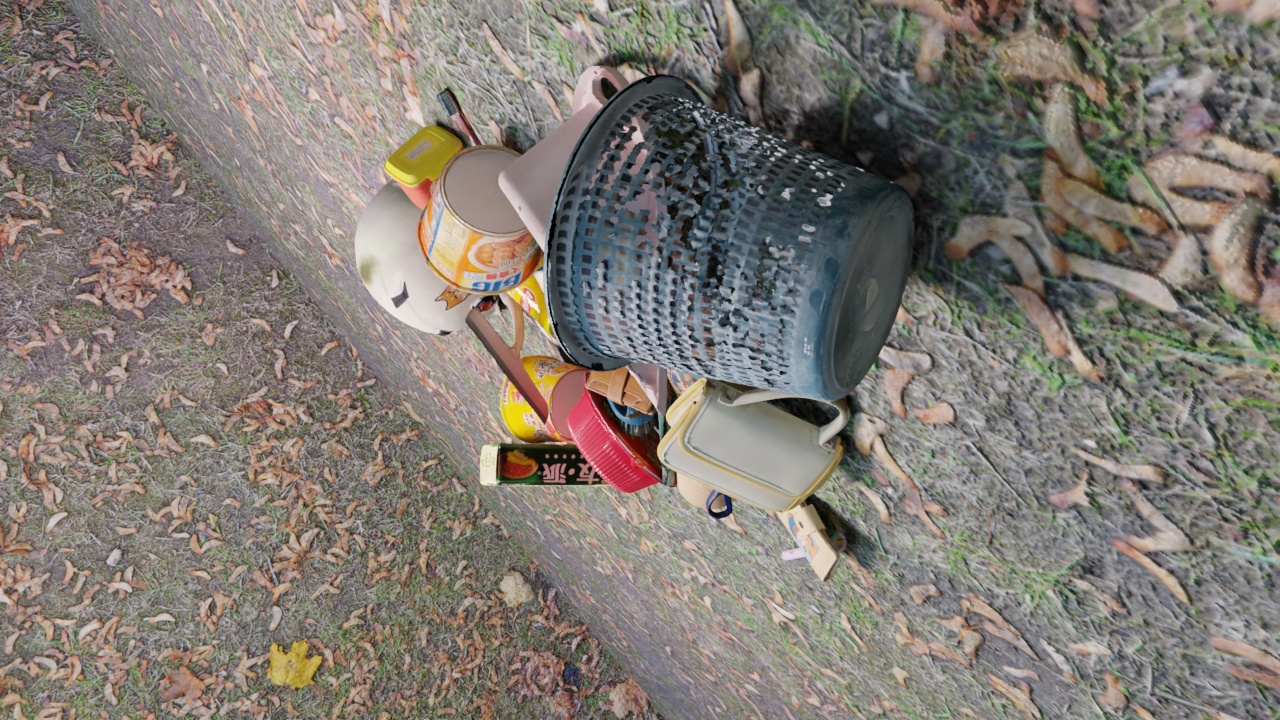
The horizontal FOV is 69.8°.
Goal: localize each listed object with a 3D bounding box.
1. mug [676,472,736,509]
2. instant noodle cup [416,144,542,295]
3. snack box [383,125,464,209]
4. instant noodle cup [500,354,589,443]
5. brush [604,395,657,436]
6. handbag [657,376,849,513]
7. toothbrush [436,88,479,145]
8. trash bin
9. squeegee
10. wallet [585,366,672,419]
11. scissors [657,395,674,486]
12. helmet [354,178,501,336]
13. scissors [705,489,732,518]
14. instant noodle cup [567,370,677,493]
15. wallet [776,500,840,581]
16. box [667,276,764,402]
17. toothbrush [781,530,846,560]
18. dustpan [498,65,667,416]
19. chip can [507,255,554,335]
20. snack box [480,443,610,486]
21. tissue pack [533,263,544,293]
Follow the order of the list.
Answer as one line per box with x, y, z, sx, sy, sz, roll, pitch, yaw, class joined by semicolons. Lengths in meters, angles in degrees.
0.077;0.103;1.115;0.104;0.084;0.124;82;168;-52;mug
-0.175;-0.166;1.048;0.151;0.151;0.112;47;151;5;instant noodle cup
-0.266;-0.241;1.169;0.082;0.091;0.080;36;163;31;snack box
-0.121;0.062;1.355;0.110;0.137;0.138;5;133;51;instant noodle cup
-0.022;0.025;1.149;0.143;0.055;0.074;-119;15;-44;brush
0.119;0.074;0.905;0.163;0.063;0.179;25;140;-10;handbag
-0.193;-0.243;1.116;0.016;0.017;0.188;20;145;53;toothbrush
0.076;-0.071;0.650;0.195;0.226;0.227;21;148;28;trash bin
-0.183;-0.077;1.249;0.248;0.040;0.249;60;-171;-52;squeegee
-0.006;0.006;1.060;0.035;0.119;0.131;26;176;-38;wallet
0.031;0.091;1.100;0.170;0.019;0.180;-94;-2;-50;scissors
-0.338;-0.136;1.395;0.230;0.156;0.274;37;156;30;helmet
0.108;0.128;1.053;0.166;0.156;0.012;106;150;-41;scissors
-0.032;0.106;1.219;0.194;0.066;0.193;47;-168;-14;instant noodle cup
0.194;0.196;1.074;0.115;0.024;0.087;59;167;27;wallet
0.060;-0.014;0.958;0.090;0.059;0.184;19;146;52;box
0.212;0.237;1.146;0.021;0.029;0.189;11;161;-8;toothbrush
-0.017;-0.117;0.843;0.222;0.139;0.273;54;179;45;dustpan
-0.165;-0.126;1.188;0.213;0.072;0.072;42;159;17;chip can
-0.111;0.157;1.375;0.115;0.239;0.063;163;109;-68;snack box
-0.059;-0.083;1.063;0.140;0.063;0.090;2;127;60;tissue pack
